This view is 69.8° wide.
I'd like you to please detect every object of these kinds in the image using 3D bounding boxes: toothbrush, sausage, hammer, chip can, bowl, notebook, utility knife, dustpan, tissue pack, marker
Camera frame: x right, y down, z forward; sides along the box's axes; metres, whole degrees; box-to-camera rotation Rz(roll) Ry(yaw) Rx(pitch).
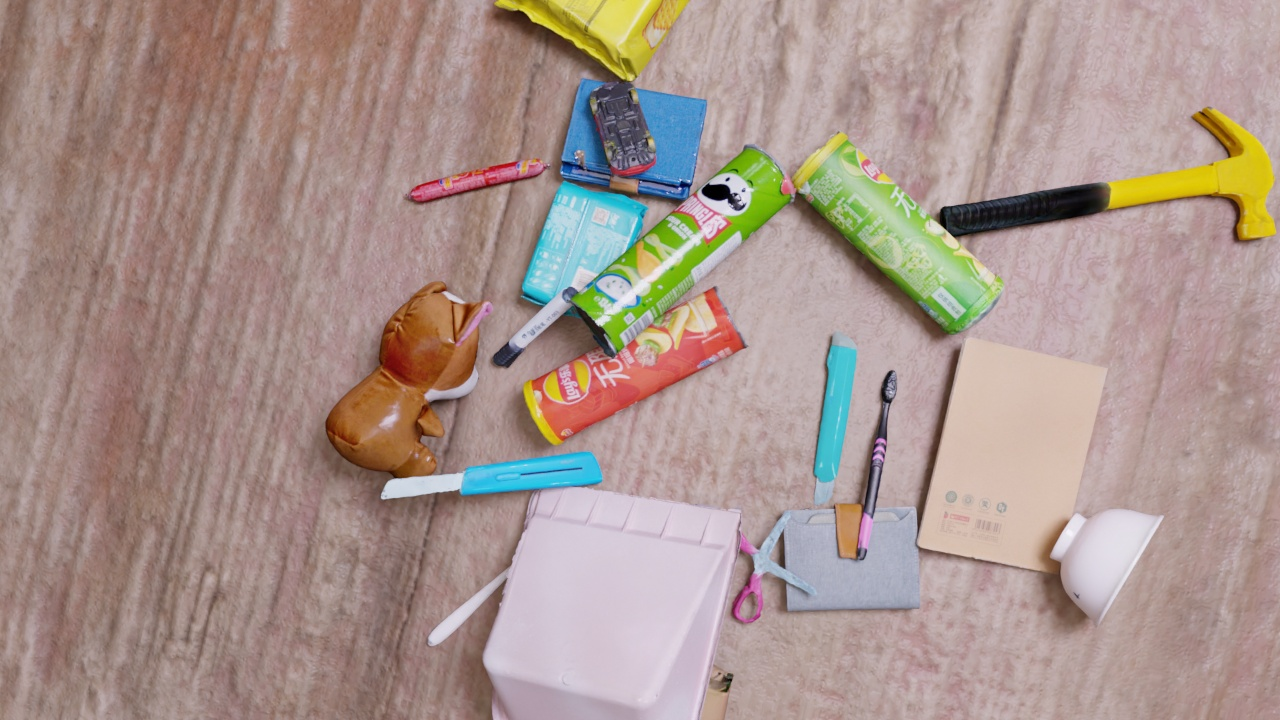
[{"bbox_3d":[0.230,0.100,0.889,0.014,0.018,0.189,11,80,9],"label":"toothbrush"},{"bbox_3d":[-0.155,0.235,0.947,0.180,0.016,0.016,-42,85,5],"label":"toothbrush"},{"bbox_3d":[-0.167,-0.186,0.942,0.156,0.020,0.020,-12,90,5],"label":"sausage"},{"bbox_3d":[0.440,-0.157,0.874,0.301,0.033,0.128,-9,89,6],"label":"hammer"},{"bbox_3d":[0.040,-0.104,0.868,0.235,0.072,0.072,-42,87,-9],"label":"chip can"},{"bbox_3d":[0.424,0.179,0.853,0.065,0.118,0.118,31,94,29],"label":"bowl"},{"bbox_3d":[0.359,0.093,0.885,0.148,0.008,0.207,12,92,-6],"label":"notebook"},{"bbox_3d":[0.191,0.059,0.912,0.029,0.013,0.176,9,95,8],"label":"utility knife"},{"bbox_3d":[-0.035,0.267,0.872,0.223,0.272,0.139,8,135,23],"label":"dustpan"},{"bbox_3d":[0.245,-0.119,0.874,0.221,0.072,0.072,44,94,4],"label":"chip can"},{"bbox_3d":[-0.005,0.005,0.903,0.217,0.073,0.073,-27,88,4],"label":"chip can"},{"bbox_3d":[-0.056,-0.108,0.915,0.093,0.050,0.133,21,93,6],"label":"tissue pack"},{"bbox_3d":[-0.103,-0.032,0.908,0.022,0.018,0.131,33,130,-25],"label":"marker"},{"bbox_3d":[-0.141,0.115,0.895,0.218,0.018,0.034,-4,89,-22],"label":"utility knife"}]

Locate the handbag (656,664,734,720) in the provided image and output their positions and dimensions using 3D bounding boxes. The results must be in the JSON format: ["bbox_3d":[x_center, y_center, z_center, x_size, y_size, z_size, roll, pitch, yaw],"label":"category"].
[{"bbox_3d":[0.004,0.370,0.891,0.148,0.099,0.204,10,91,11],"label":"handbag"}]

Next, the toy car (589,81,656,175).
[{"bbox_3d":[-0.017,-0.224,0.882,0.049,0.031,0.106,-15,65,-4],"label":"toy car"}]

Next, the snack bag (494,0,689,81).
[{"bbox_3d":[-0.011,-0.409,0.899,0.158,0.068,0.246,35,93,4],"label":"snack bag"}]

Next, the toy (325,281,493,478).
[{"bbox_3d":[-0.216,0.019,0.901,0.140,0.130,0.199,20,87,40],"label":"toy"}]

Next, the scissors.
[{"bbox_3d":[0.114,0.200,0.907,0.133,0.017,0.134,28,108,23],"label":"scissors"}]

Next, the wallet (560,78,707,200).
[{"bbox_3d":[-0.006,-0.220,0.916,0.133,0.040,0.106,11,83,6],"label":"wallet"}]

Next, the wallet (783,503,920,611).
[{"bbox_3d":[0.207,0.193,0.901,0.130,0.037,0.106,-2,91,6],"label":"wallet"}]
